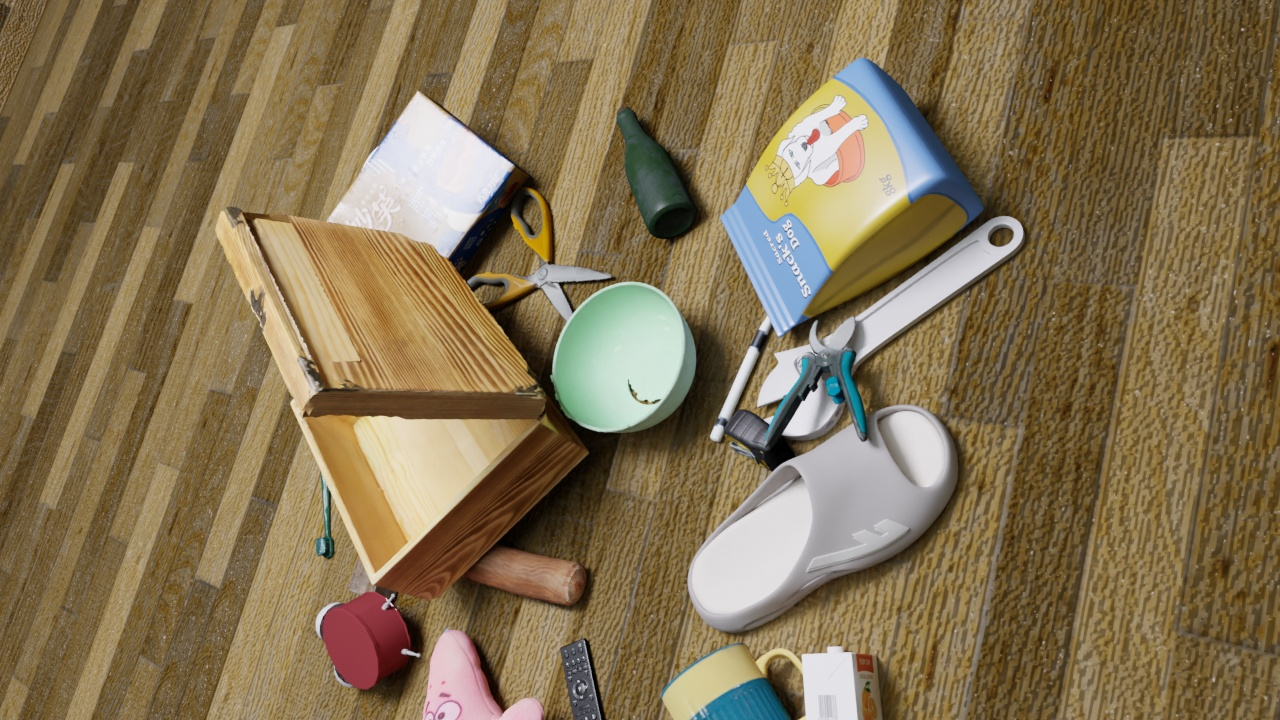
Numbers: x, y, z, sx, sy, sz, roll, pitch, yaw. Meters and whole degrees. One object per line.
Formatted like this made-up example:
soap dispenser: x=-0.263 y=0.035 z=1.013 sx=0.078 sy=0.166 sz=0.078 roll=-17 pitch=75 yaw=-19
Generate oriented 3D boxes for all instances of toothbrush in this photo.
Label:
toothbrush: x=0.106 y=-0.010 z=0.871 sx=0.017 sy=0.012 sz=0.186 roll=20 pitch=85 yaw=50
toothbrush: x=-0.397 y=0.154 z=1.145 sx=0.016 sy=0.017 sz=0.189 roll=-25 pitch=61 yaw=24

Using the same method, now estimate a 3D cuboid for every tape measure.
tape measure: x=0.102 y=0.072 z=0.812 sx=0.061 sy=0.062 sz=0.034 roll=33 pitch=79 yaw=40

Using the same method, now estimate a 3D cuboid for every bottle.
bottle: x=0.007 y=-0.210 z=0.983 sx=0.055 sy=0.055 sz=0.174 roll=-34 pitch=56 yaw=19

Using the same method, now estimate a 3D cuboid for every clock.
clock: x=-0.300 y=0.301 z=0.987 sx=0.138 sy=0.048 sz=0.096 roll=-25 pitch=88 yaw=39

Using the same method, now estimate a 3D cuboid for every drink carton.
drink carton: x=0.157 y=0.281 z=0.700 sx=0.040 sy=0.058 sz=0.122 roll=-13 pitch=66 yaw=30

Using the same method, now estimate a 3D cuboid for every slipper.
slipper: x=0.135 y=0.130 z=0.758 sx=0.266 sy=0.080 sz=0.112 roll=-38 pitch=53 yaw=17

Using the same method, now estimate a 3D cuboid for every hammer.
hammer: x=-0.180 y=0.200 z=0.970 sx=0.301 sy=0.037 sz=0.157 roll=6 pitch=77 yaw=35

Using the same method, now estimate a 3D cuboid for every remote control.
remote control: x=-0.048 y=0.331 z=0.851 sx=0.030 sy=0.009 sz=0.140 roll=-28 pitch=59 yaw=23

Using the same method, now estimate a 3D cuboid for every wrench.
wrench: x=0.217 y=-0.026 z=0.799 sx=0.274 sy=0.018 sz=0.086 roll=-37 pitch=57 yaw=16

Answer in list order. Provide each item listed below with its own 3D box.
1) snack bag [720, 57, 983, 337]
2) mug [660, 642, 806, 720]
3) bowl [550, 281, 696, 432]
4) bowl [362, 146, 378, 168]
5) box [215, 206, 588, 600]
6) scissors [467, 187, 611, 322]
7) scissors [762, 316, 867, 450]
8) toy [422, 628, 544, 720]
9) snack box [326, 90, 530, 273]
snack bag: x=0.172 y=-0.139 z=0.826 sx=0.206 sy=0.102 sz=0.159 roll=-40 pitch=55 yaw=29
mug: x=0.091 y=0.286 z=0.735 sx=0.113 sy=0.083 sz=0.107 roll=-33 pitch=56 yaw=-4
bowl: x=-0.005 y=0.005 z=0.898 sx=0.151 sy=0.077 sz=0.150 roll=-13 pitch=66 yaw=30
bowl: x=-0.314 y=-0.235 z=1.200 sx=0.117 sy=0.065 sz=0.116 roll=-12 pitch=67 yaw=30
box: x=-0.249 y=0.007 z=0.881 sx=0.284 sy=0.323 sz=0.279 roll=-43 pitch=51 yaw=3
scissors: x=-0.130 y=-0.098 z=1.058 sx=0.217 sy=0.016 sz=0.225 roll=-38 pitch=56 yaw=17
scissors: x=0.148 y=0.024 z=0.774 sx=0.124 sy=0.019 sz=0.153 roll=-31 pitch=37 yaw=8
toy: x=-0.166 y=0.365 z=0.869 sx=0.192 sy=0.097 sz=0.236 roll=-29 pitch=51 yaw=13
snack box: x=-0.257 y=-0.192 z=1.106 sx=0.155 sy=0.069 sz=0.203 roll=39 pitch=97 yaw=9
